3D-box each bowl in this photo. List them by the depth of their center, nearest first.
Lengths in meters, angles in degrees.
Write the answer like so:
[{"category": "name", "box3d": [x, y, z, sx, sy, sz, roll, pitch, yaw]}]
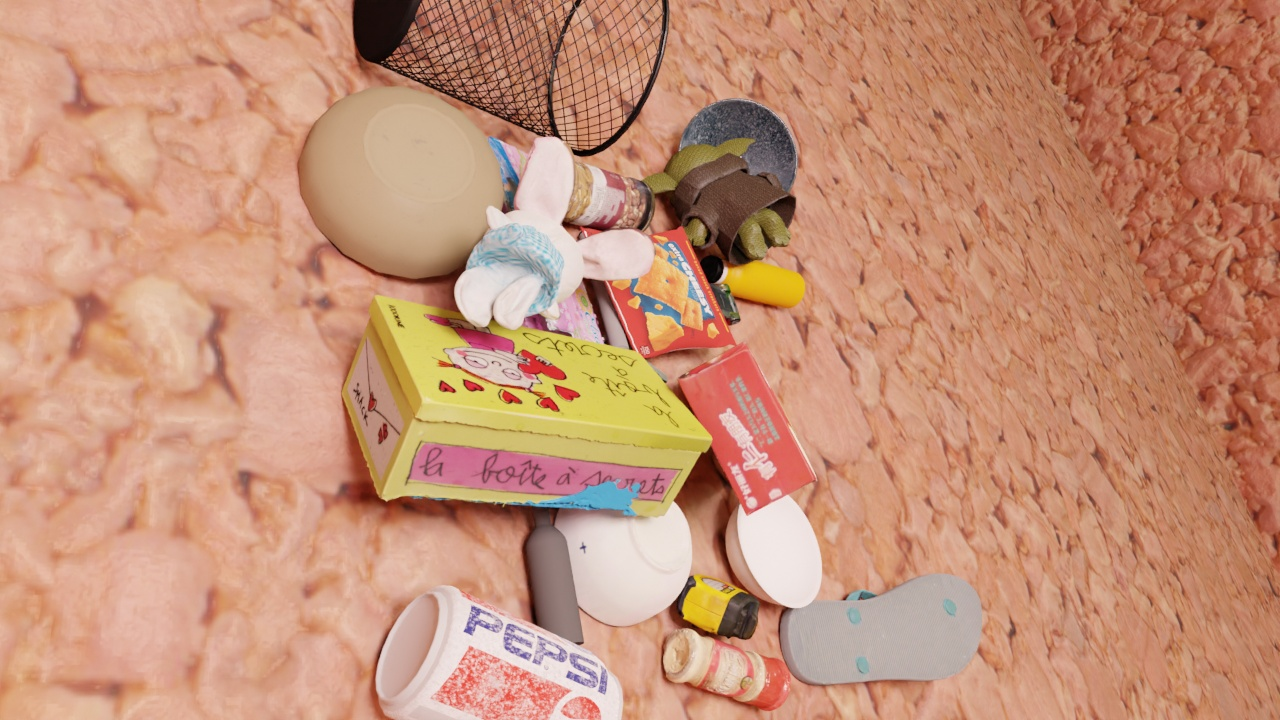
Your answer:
[{"category": "bowl", "box3d": [-0.168, -0.140, 0.675, 0.152, 0.051, 0.152, 11, 66, -25]}, {"category": "bowl", "box3d": [-0.004, 0.137, 0.691, 0.113, 0.063, 0.113, 26, 49, -34]}, {"category": "bowl", "box3d": [0.109, 0.169, 0.810, 0.110, 0.041, 0.109, 27, 48, -34]}, {"category": "bowl", "box3d": [0.104, -0.222, 1.042, 0.137, 0.057, 0.137, 0, 90, -9]}]

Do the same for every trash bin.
[{"category": "trash bin", "box3d": [-0.114, -0.292, 0.778, 0.209, 0.185, 0.183, 9, 58, -37]}]

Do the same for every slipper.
[{"category": "slipper", "box3d": [0.230, 0.266, 0.880, 0.268, 0.055, 0.098, 1, 67, -35]}]

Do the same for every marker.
[{"category": "marker", "box3d": [-0.033, -0.061, 0.810, 0.016, 0.016, 0.140, 18, 42, -40]}]

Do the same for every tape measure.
[{"category": "tape measure", "box3d": [0.060, 0.196, 0.724, 0.064, 0.037, 0.065, 21, -1, 9]}]

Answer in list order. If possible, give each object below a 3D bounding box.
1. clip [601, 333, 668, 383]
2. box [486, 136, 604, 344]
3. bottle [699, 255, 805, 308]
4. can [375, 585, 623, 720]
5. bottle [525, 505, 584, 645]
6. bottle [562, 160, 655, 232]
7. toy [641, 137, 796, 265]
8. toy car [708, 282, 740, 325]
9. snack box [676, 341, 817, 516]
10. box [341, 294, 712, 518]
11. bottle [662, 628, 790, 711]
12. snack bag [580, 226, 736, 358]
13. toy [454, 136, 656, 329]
[{"category": "clip", "box3d": [-0.010, 0.005, 0.808, 0.076, 0.023, 0.059, 49, 37, -15]}, {"category": "box", "box3d": [-0.082, -0.077, 0.759, 0.084, 0.053, 0.230, -4, 68, -48]}, {"category": "bottle", "box3d": [0.120, -0.087, 0.994, 0.143, 0.043, 0.043, 8, 60, -45]}, {"category": "can", "box3d": [-0.083, 0.195, 0.552, 0.136, 0.078, 0.078, 34, 44, -27]}, {"category": "bottle", "box3d": [-0.064, 0.145, 0.646, 0.030, 0.030, 0.112, 11, 57, -43]}, {"category": "bottle", "box3d": [-0.042, -0.150, 0.850, 0.105, 0.056, 0.056, 6, 61, -45]}, {"category": "toy", "box3d": [0.087, -0.163, 0.950, 0.179, 0.078, 0.153, -30, 59, -28]}, {"category": "toy car", "box3d": [0.065, -0.057, 0.919, 0.091, 0.036, 0.042, 4, 62, -45]}, {"category": "snack box", "box3d": [0.088, 0.047, 0.762, 0.113, 0.060, 0.236, 63, 6, 2]}, {"category": "box", "box3d": [-0.074, 0.035, 0.619, 0.220, 0.081, 0.124, 10, 28, -34]}, {"category": "bottle", "box3d": [0.067, 0.241, 0.715, 0.109, 0.044, 0.044, 28, 47, -31]}, {"category": "snack bag", "box3d": [0.018, -0.064, 0.839, 0.143, 0.039, 0.130, -9, 71, -49]}, {"category": "toy", "box3d": [-0.079, -0.062, 0.650, 0.131, 0.106, 0.204, 44, 29, -10]}]
